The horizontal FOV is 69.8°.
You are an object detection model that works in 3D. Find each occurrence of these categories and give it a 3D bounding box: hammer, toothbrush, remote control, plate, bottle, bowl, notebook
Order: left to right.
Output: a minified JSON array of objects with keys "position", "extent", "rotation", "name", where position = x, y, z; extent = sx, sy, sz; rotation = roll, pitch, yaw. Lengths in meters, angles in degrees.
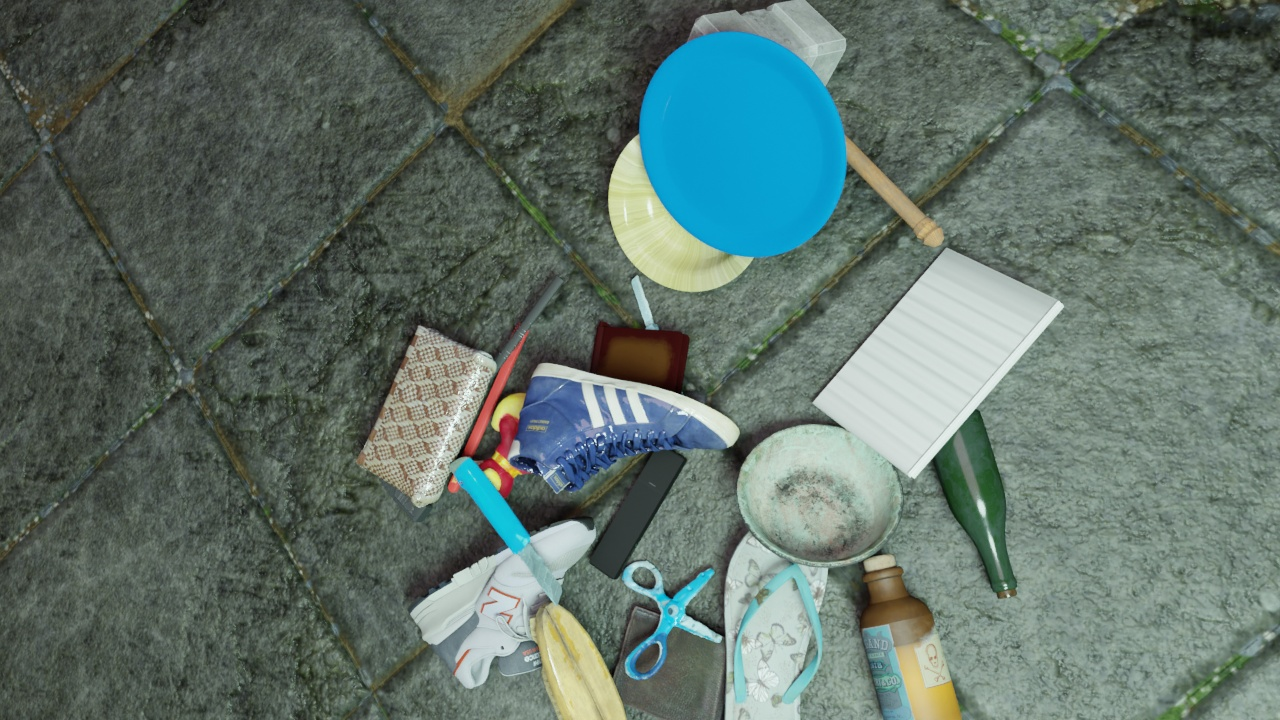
[{"position":[-0.192,0.032,1.060],"extent":[0.095,0.015,0.325],"rotation":[40,96,26],"name":"hammer"},{"position":[-0.178,0.054,1.063],"extent":[0.012,0.018,0.212],"rotation":[22,86,22],"name":"toothbrush"},{"position":[-0.002,0.162,0.982],"extent":[0.034,0.013,0.150],"rotation":[30,88,24],"name":"remote control"},{"position":[0.055,-0.169,0.998],"extent":[0.185,0.036,0.184],"rotation":[10,114,25],"name":"plate"},{"position":[0.100,-0.211,0.907],"extent":[0.224,0.024,0.225],"rotation":[19,128,26],"name":"plate"},{"position":[0.172,0.137,0.891],"extent":[0.157,0.039,0.157],"rotation":[-4,51,4],"name":"bowl"},{"position":[0.193,-0.228,0.923],"extent":[0.162,0.083,0.317],"rotation":[-23,65,-33],"name":"hammer"},{"position":[0.241,0.259,0.850],"extent":[0.068,0.068,0.156],"rotation":[-16,73,14],"name":"bottle"},{"position":[0.282,-0.003,0.890],"extent":[0.210,0.009,0.142],"rotation":[-50,41,2],"name":"notebook"},{"position":[0.316,0.135,0.859],"extent":[0.055,0.055,0.174],"rotation":[-17,74,14],"name":"bottle"}]

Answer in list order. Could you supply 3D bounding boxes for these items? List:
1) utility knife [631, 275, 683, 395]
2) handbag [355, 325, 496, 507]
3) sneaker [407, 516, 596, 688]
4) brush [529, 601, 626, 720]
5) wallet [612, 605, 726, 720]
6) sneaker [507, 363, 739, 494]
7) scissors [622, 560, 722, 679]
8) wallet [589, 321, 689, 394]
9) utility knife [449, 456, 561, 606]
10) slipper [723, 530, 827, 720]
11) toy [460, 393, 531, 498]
[{"position":[0.017,-0.020,1.015],"extent":[0.022,0.015,0.166],"rotation":[-22,74,12],"name":"utility knife"},{"position":[-0.241,0.062,1.043],"extent":[0.124,0.047,0.186],"rotation":[23,88,35],"name":"handbag"},{"position":[-0.129,0.265,0.971],"extent":[0.240,0.088,0.124],"rotation":[-31,75,19],"name":"sneaker"},{"position":[-0.060,0.330,0.916],"extent":[0.043,0.059,0.195],"rotation":[-16,99,54],"name":"brush"},{"position":[0.035,0.313,0.930],"extent":[0.120,0.031,0.099],"rotation":[12,80,23],"name":"wallet"},{"position":[-0.029,0.089,0.941],"extent":[0.233,0.091,0.118],"rotation":[17,65,17],"name":"sneaker"},{"position":[0.022,0.260,0.929],"extent":[0.134,0.011,0.139],"rotation":[22,65,33],"name":"scissors"},{"position":[-0.006,0.006,1.006],"extent":[0.116,0.018,0.091],"rotation":[6,84,30],"name":"wallet"},{"position":[-0.138,0.167,0.935],"extent":[0.031,0.015,0.221],"rotation":[-50,50,6],"name":"utility knife"},{"position":[0.123,0.273,0.880],"extent":[0.098,0.055,0.268],"rotation":[10,81,2],"name":"slipper"},{"position":[-0.136,0.101,1.022],"extent":[0.105,0.067,0.137],"rotation":[34,78,20],"name":"toy"}]
